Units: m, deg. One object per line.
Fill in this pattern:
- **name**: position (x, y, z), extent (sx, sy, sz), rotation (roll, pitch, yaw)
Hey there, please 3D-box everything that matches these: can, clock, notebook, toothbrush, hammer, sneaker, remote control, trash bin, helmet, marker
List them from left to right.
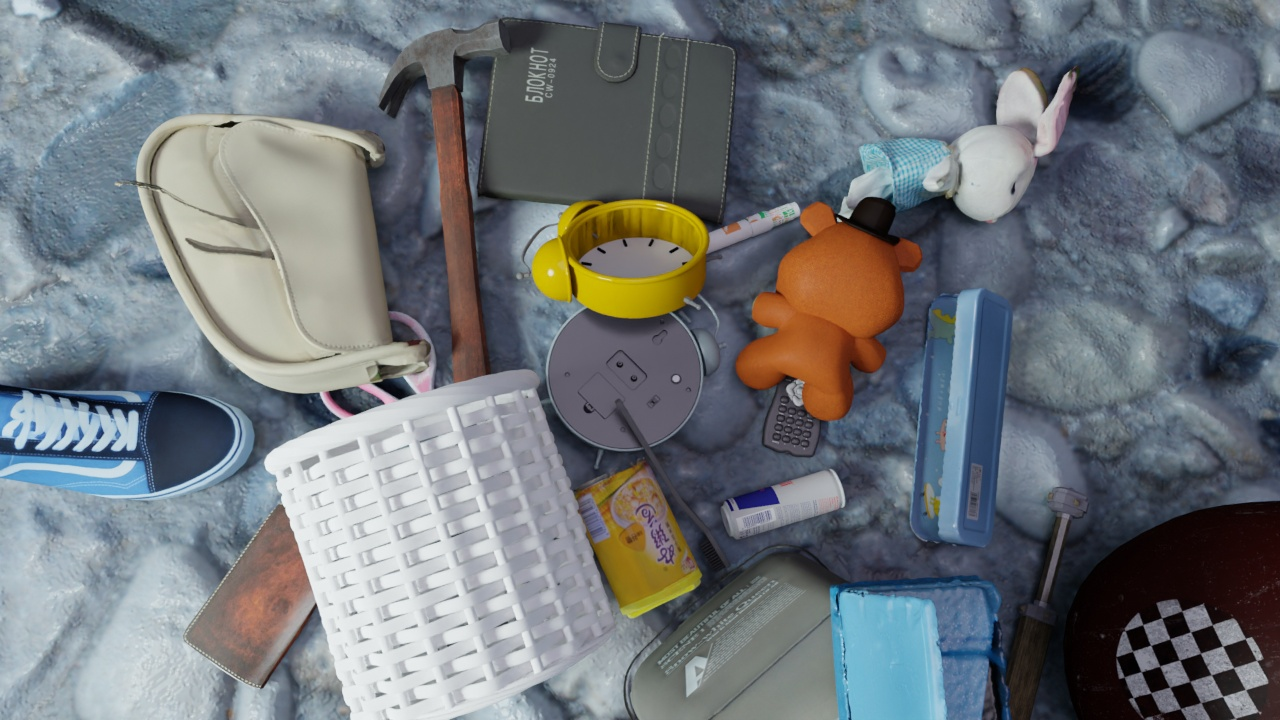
- **sneaker**: position (-0.419, 0.057, 0.672), extent (0.241, 0.098, 0.083), rotation (3, 79, -3)
- **hammer**: position (-0.149, -0.122, 0.743), extent (0.111, 0.028, 0.300), rotation (-8, 82, 12)
- **notebook**: position (-0.025, -0.207, 0.780), extent (0.209, 0.029, 0.169), rotation (6, 80, -4)
- **clock**: position (-0.018, -0.082, 0.719), extent (0.152, 0.052, 0.113), rotation (10, 42, 14)
- **clock**: position (-0.004, 0.004, 0.734), extent (0.122, 0.045, 0.159), rotation (45, 80, 5)
- **can**: position (-0.003, 0.134, 0.698), extent (0.067, 0.068, 0.105), rotation (-25, 82, -7)
- **toothbrush**: position (0.025, 0.097, 0.704), extent (0.013, 0.013, 0.167), rotation (-32, 106, -2)
- **marker**: position (0.066, -0.102, 0.770), extent (0.145, 0.017, 0.017), rotation (-22, 82, -7)
- **can**: position (0.112, 0.114, 0.726), extent (0.095, 0.032, 0.032), rotation (-16, 81, -6)
- **remote control**: position (0.133, 0.017, 0.756), extent (0.046, 0.009, 0.124), rotation (13, 79, -1)
- **trash bin**: position (0.112, 0.245, 0.607), extent (0.197, 0.220, 0.197), rotation (-38, 84, -9)
- **hammer**: position (0.301, 0.252, 0.716), extent (0.147, 0.028, 0.316), rotation (21, 80, -5)
- **helmet**: position (0.431, 0.213, 0.621), extent (0.233, 0.254, 0.233), rotation (5, 56, -44)

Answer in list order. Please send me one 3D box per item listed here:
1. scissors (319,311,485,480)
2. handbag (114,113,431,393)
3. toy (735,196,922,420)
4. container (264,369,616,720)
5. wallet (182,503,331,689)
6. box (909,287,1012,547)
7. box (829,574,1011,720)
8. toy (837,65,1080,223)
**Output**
- **scissors**: position (-0.162, 0.029, 0.736), extent (0.179, 0.016, 0.108), rotation (29, 79, 3)
- **handbag**: position (-0.271, -0.088, 0.690), extent (0.184, 0.132, 0.229), rotation (-13, 79, -9)
- **toy**: position (0.151, -0.044, 0.718), extent (0.112, 0.096, 0.176), rotation (27, 105, 2)
- **container**: position (-0.132, 0.124, 0.626), extent (0.189, 0.189, 0.186), rotation (-19, 86, -7)
- **wallet**: position (-0.281, 0.177, 0.699), extent (0.072, 0.019, 0.123), rotation (32, 80, 3)
- **box**: position (0.258, 0.046, 0.753), extent (0.069, 0.064, 0.210), rotation (16, 79, -37)
- **box**: position (0.154, 0.226, 0.444), extent (0.094, 0.110, 0.231), rotation (-2, 80, -3)
- **toy**: position (0.261, -0.154, 0.757), extent (0.205, 0.131, 0.106), rotation (-25, 103, 5)
